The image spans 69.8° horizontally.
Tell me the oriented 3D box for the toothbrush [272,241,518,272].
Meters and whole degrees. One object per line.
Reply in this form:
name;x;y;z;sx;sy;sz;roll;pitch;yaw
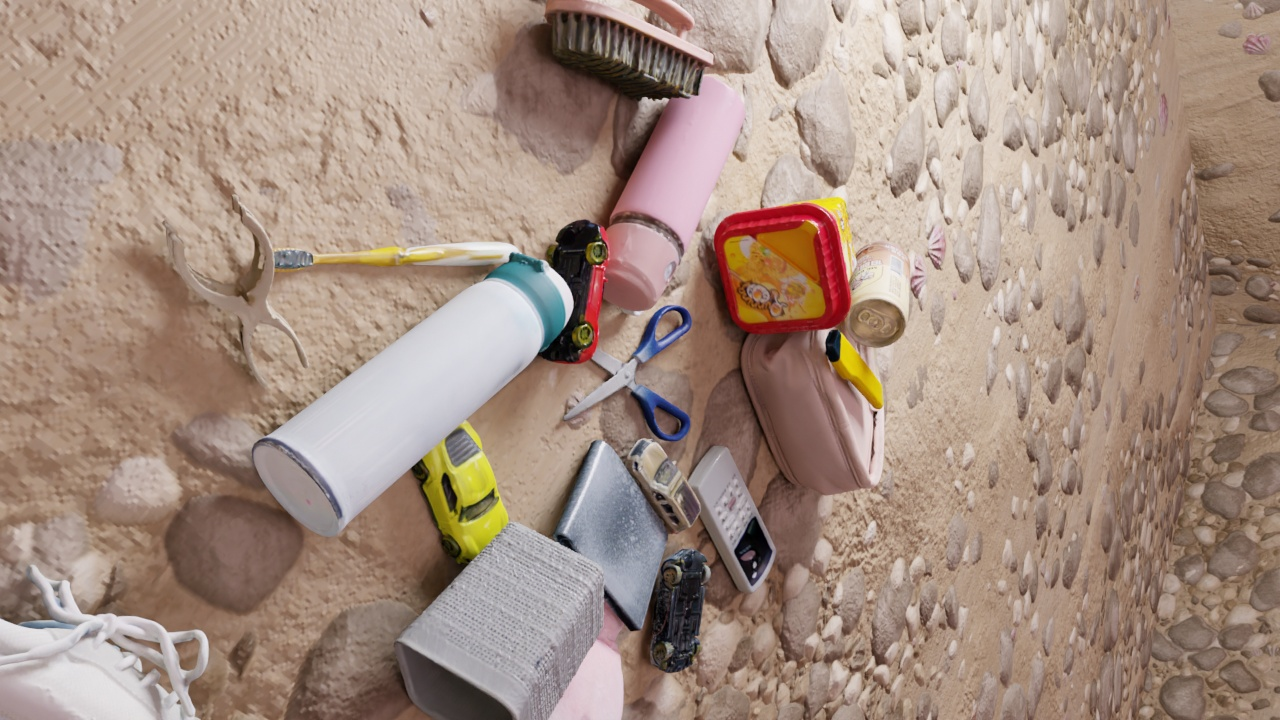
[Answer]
toothbrush;-0.147;-0.066;0.575;0.191;0.018;0.016;-9;101;-48

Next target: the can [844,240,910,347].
can;0.232;-0.066;0.893;0.058;0.059;0.116;65;28;-28

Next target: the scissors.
scissors;-0.002;0.012;0.753;0.175;0.012;0.162;55;54;-34

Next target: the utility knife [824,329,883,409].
utility knife;0.200;0.012;0.857;0.153;0.015;0.033;38;56;-51

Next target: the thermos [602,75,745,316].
thermos;0.023;-0.129;0.740;0.087;0.067;0.198;74;35;-62

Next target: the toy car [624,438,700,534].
toy car;0.018;0.104;0.764;0.042;0.035;0.090;-55;127;-34

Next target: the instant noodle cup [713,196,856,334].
instant noodle cup;0.143;-0.096;0.850;0.123;0.116;0.116;-42;122;-54

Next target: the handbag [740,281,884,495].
handbag;0.202;0.001;0.950;0.233;0.094;0.193;-56;130;-42

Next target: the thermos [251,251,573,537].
thermos;-0.126;0.012;0.568;0.223;0.073;0.073;-45;124;-39

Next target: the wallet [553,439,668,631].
wallet;-0.019;0.136;0.709;0.121;0.019;0.097;57;35;-29

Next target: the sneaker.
sneaker;-0.252;0.155;0.419;0.242;0.090;0.090;49;52;-31

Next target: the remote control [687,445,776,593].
remote control;0.088;0.151;0.858;0.058;0.021;0.150;-51;127;-35

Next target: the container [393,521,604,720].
container;-0.083;0.178;0.594;0.114;0.090;0.090;-50;154;-39

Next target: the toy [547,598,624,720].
toy;-0.047;0.224;0.680;0.121;0.054;0.159;49;45;-39

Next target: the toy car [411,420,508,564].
toy car;-0.115;0.089;0.610;0.048;0.032;0.105;-36;120;-43

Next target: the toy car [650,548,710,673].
toy car;0.031;0.213;0.786;0.049;0.031;0.105;15;82;-49

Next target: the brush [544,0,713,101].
brush;-0.013;-0.246;0.689;0.145;0.063;0.073;6;94;-47

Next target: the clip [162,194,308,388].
clip;-0.199;-0.043;0.488;0.084;0.035;0.104;-43;126;-11

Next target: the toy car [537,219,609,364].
toy car;-0.047;-0.050;0.669;0.031;0.049;0.106;14;81;-49
